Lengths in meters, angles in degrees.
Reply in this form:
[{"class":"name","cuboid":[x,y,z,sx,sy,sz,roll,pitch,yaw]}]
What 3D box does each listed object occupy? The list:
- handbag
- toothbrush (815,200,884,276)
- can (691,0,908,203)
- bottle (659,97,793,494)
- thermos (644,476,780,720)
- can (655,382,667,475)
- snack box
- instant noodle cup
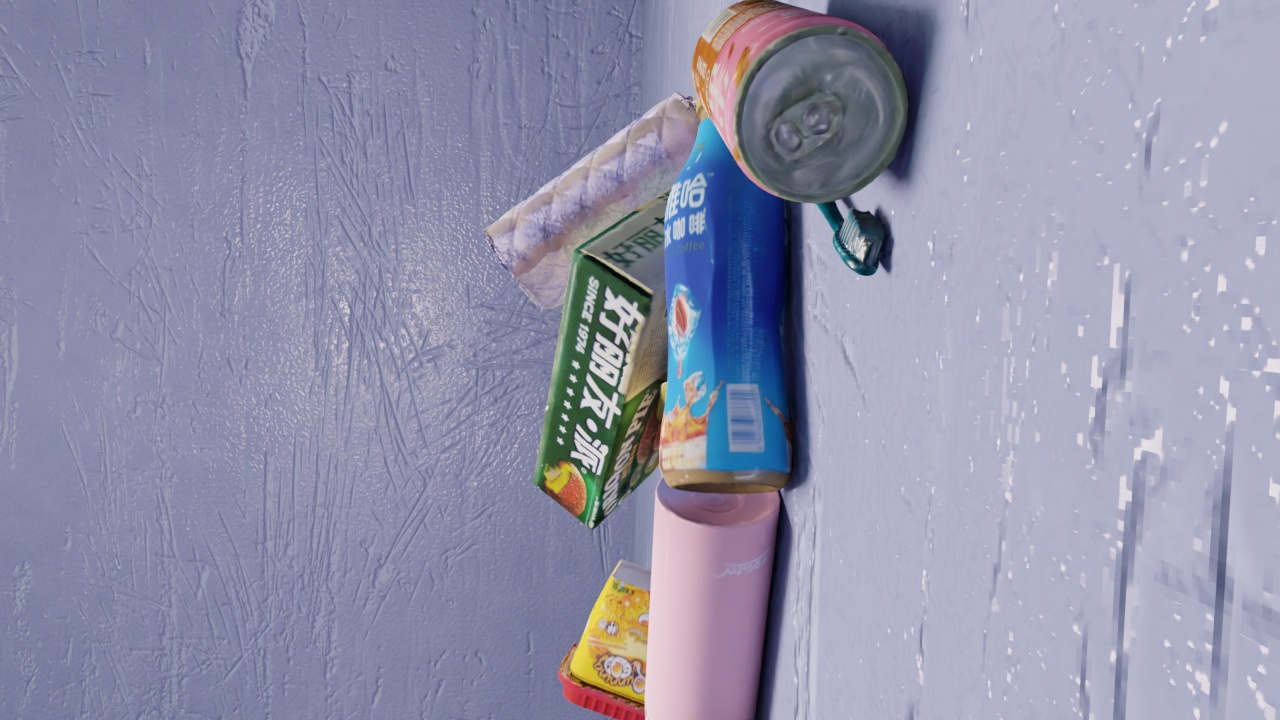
[{"class":"handbag","cuboid":[-0.024,-0.123,0.748,0.075,0.194,0.134,53,-179,13]},{"class":"toothbrush","cuboid":[0.073,-0.081,0.385,0.191,0.016,0.018,-93,15,-59]},{"class":"can","cuboid":[0.053,-0.104,0.348,0.147,0.058,0.058,-94,6,-66]},{"class":"bottle","cuboid":[0.043,-0.043,0.469,0.065,0.065,0.218,101,170,-76]},{"class":"thermos","cuboid":[0.027,0.160,0.509,0.067,0.087,0.199,41,133,54]},{"class":"can","cuboid":[0.041,0.063,0.577,0.102,0.057,0.083,97,171,-71]},{"class":"snack box","cuboid":[-0.004,0.004,0.634,0.114,0.063,0.241,-40,-24,-38]},{"class":"instant noodle cup","cuboid":[-0.007,0.271,0.894,0.116,0.116,0.123,-14,-59,-83]}]
